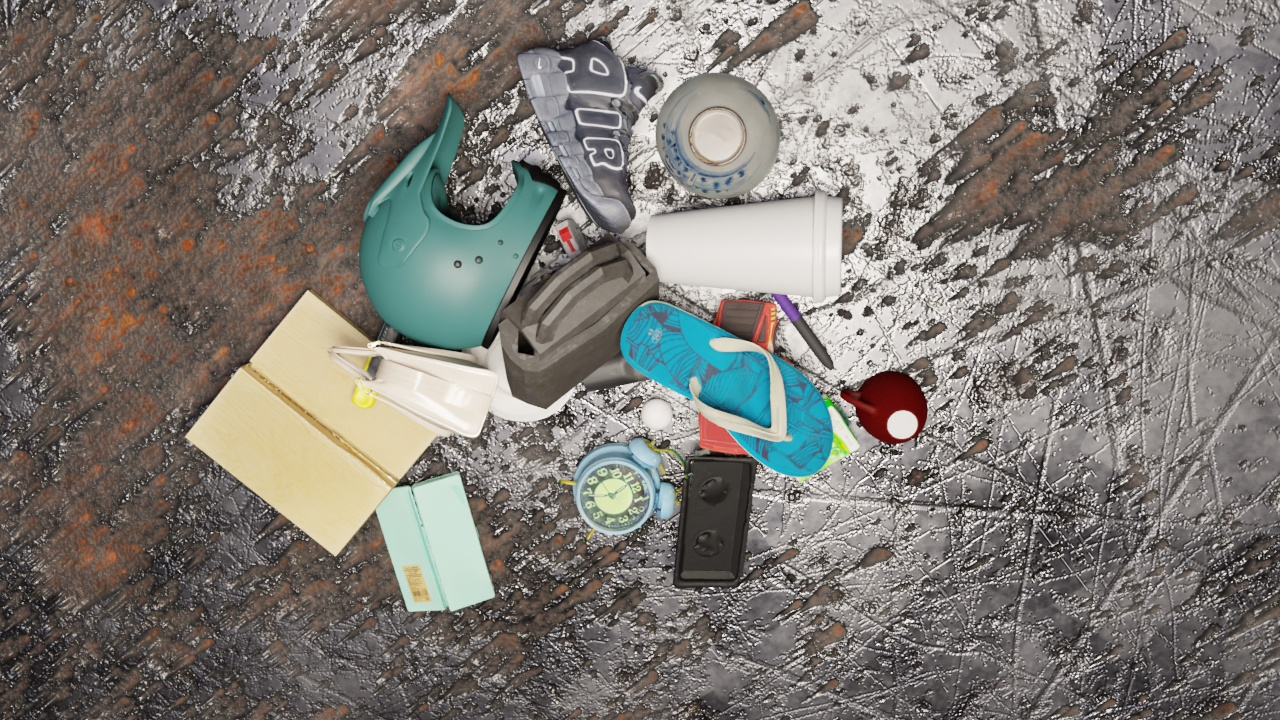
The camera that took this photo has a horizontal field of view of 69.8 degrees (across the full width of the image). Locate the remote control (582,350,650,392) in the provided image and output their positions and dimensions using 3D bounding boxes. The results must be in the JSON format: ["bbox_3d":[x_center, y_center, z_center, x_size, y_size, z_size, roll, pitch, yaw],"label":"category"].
[{"bbox_3d":[-0.007,0.007,1.176,0.140,0.021,0.045,-12,104,7],"label":"remote control"}]

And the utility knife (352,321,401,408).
[{"bbox_3d":[-0.327,-0.021,1.177,0.029,0.020,0.172,20,83,-10],"label":"utility knife"}]

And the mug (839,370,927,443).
[{"bbox_3d":[0.300,0.061,1.125,0.114,0.088,0.087,18,105,0],"label":"mug"}]

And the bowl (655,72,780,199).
[{"bbox_3d":[0.091,-0.263,1.080,0.151,0.056,0.151,1,104,5],"label":"bowl"}]

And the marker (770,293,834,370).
[{"bbox_3d":[0.202,-0.042,1.146,0.015,0.018,0.134,-36,101,10],"label":"marker"}]

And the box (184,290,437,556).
[{"bbox_3d":[-0.413,0.081,1.200,0.247,0.068,0.253,40,88,-6],"label":"box"}]

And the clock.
[{"bbox_3d":[-0.016,0.163,1.196,0.162,0.060,0.118,-26,99,7],"label":"clock"}]

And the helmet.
[{"bbox_3d":[-0.221,-0.154,1.080,0.200,0.176,0.275,27,94,-6],"label":"helmet"}]

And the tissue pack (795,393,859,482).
[{"bbox_3d":[0.216,0.097,1.150,0.100,0.034,0.114,-33,129,11],"label":"tissue pack"}]

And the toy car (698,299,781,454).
[{"bbox_3d":[0.118,0.019,1.118,0.082,0.056,0.189,5,84,28],"label":"toy car"}]

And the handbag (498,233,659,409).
[{"bbox_3d":[-0.077,-0.060,1.039,0.197,0.200,0.102,-38,77,-17],"label":"handbag"}]

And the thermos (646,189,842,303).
[{"bbox_3d":[0.124,-0.133,1.082,0.222,0.131,0.131,1,104,13],"label":"thermos"}]

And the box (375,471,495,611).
[{"bbox_3d":[-0.286,0.253,1.255,0.139,0.052,0.187,-15,101,2],"label":"box"}]

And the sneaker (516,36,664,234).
[{"bbox_3d":[-0.032,-0.269,1.051,0.151,0.097,0.252,-25,74,-1],"label":"sneaker"}]

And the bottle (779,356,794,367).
[{"bbox_3d":[0.143,0.055,1.157,0.134,0.048,0.071,-36,79,14],"label":"bottle"}]

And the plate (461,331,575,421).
[{"bbox_3d":[-0.158,0.006,1.192,0.157,0.014,0.157,1,104,6],"label":"plate"}]

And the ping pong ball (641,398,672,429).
[{"bbox_3d":[0.021,0.069,1.178,0.040,0.040,0.040,1,104,5],"label":"ping pong ball"}]

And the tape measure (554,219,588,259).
[{"bbox_3d":[-0.079,-0.142,1.124,0.020,0.060,0.062,-26,97,11],"label":"tape measure"}]

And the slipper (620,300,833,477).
[{"bbox_3d":[0.112,0.029,1.047,0.295,0.060,0.118,32,78,-12],"label":"slipper"}]

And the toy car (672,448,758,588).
[{"bbox_3d":[0.089,0.195,1.182,0.094,0.071,0.192,0,113,-8],"label":"toy car"}]

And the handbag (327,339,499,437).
[{"bbox_3d":[-0.274,0.021,1.088,0.198,0.195,0.101,20,85,-9],"label":"handbag"}]
